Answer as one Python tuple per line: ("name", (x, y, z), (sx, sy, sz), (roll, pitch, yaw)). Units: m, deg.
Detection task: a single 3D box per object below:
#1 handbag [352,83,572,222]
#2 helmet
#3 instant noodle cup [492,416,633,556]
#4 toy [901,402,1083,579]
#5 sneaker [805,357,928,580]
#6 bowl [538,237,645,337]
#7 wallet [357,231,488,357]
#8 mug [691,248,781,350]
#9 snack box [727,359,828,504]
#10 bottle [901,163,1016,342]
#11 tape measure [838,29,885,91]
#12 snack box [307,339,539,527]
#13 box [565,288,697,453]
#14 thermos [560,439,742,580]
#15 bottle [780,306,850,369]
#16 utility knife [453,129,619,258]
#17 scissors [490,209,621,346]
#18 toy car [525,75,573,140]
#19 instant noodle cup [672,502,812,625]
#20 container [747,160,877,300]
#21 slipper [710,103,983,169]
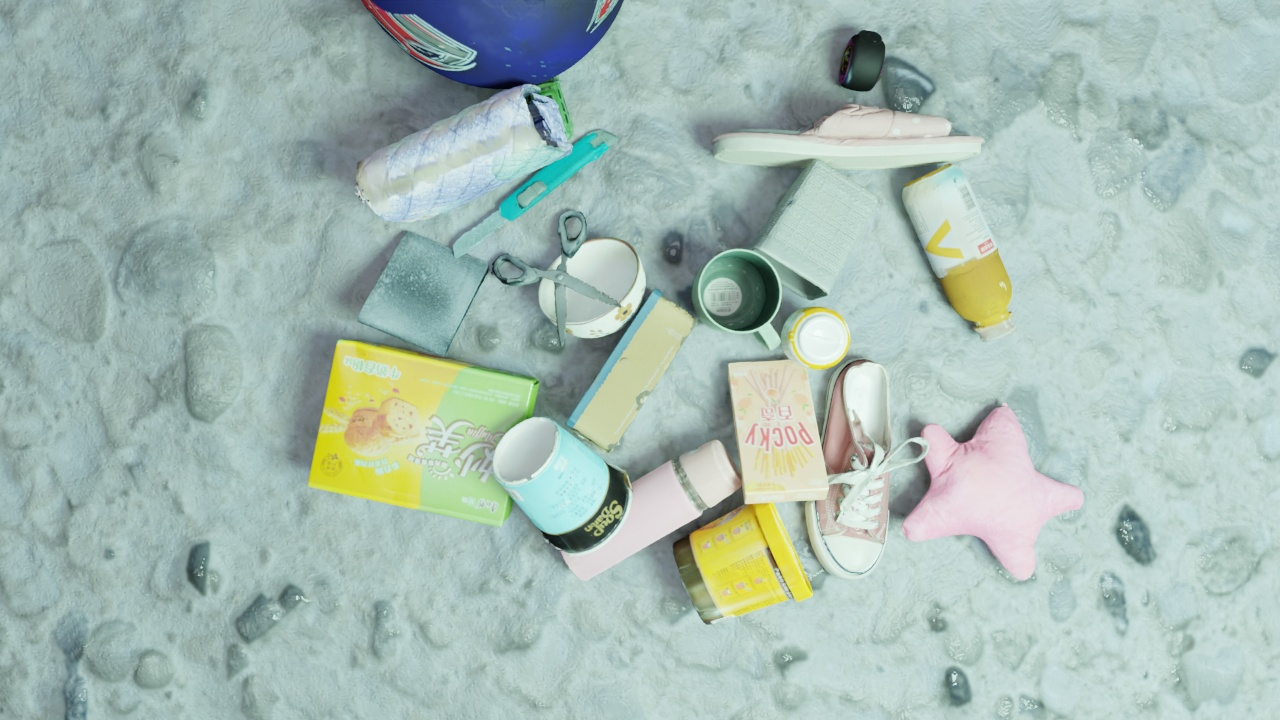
("handbag", (-0.171, -0.203, 0.906), (0.194, 0.134, 0.075), (-22, 95, 14))
("helmet", (-0.163, -0.403, 0.865), (0.315, 0.246, 0.241), (47, 113, 9))
("instant noodle cup", (-0.083, 0.118, 0.916), (0.111, 0.111, 0.120), (-38, 130, 0))
("toy", (0.381, 0.133, 0.979), (0.194, 0.075, 0.178), (18, 81, -6))
("sneaker", (0.230, 0.117, 0.965), (0.118, 0.088, 0.241), (5, 91, -2))
("bowl", (-0.042, -0.066, 0.954), (0.113, 0.113, 0.062), (-34, 137, 0))
("wallet", (-0.225, -0.071, 0.959), (0.097, 0.019, 0.120), (23, 63, -3))
("mug", (0.104, -0.058, 0.946), (0.082, 0.106, 0.112), (-38, 92, -1))
("snack box", (0.140, 0.071, 0.950), (0.084, 0.026, 0.157), (-3, 56, -1))
("bottle", (0.341, -0.111, 0.969), (0.068, 0.068, 0.189), (-25, 93, 0))
("tape measure", (0.235, -0.312, 0.964), (0.039, 0.057, 0.058), (11, 83, -3))
("snack box", (-0.224, 0.073, 0.962), (0.210, 0.070, 0.157), (12, 92, -2))
("box", (-0.006, 0.006, 0.956), (0.060, 0.090, 0.184), (31, 89, -1))
("thermos", (0.011, 0.153, 0.970), (0.199, 0.087, 0.067), (-32, 92, 7))
("bottle", (0.175, -0.024, 0.948), (0.063, 0.108, 0.063), (0, 93, -2))
("utility knife", (-0.114, -0.179, 0.979), (0.216, 0.013, 0.029), (-39, 86, -2))
("scissors", (-0.087, -0.086, 0.941), (0.160, 0.014, 0.180), (-6, 55, 22))
("toy car", (-0.100, -0.275, 0.969), (0.043, 0.036, 0.091), (-18, 89, 1))
("instant noodle cup", (0.104, 0.211, 0.956), (0.114, 0.118, 0.118), (-26, 93, 7))
("container", (0.178, -0.136, 0.956), (0.090, 0.090, 0.114), (32, 88, -3))
("slipper", (0.210, -0.230, 0.943), (0.274, 0.114, 0.054), (1, 93, 4))
